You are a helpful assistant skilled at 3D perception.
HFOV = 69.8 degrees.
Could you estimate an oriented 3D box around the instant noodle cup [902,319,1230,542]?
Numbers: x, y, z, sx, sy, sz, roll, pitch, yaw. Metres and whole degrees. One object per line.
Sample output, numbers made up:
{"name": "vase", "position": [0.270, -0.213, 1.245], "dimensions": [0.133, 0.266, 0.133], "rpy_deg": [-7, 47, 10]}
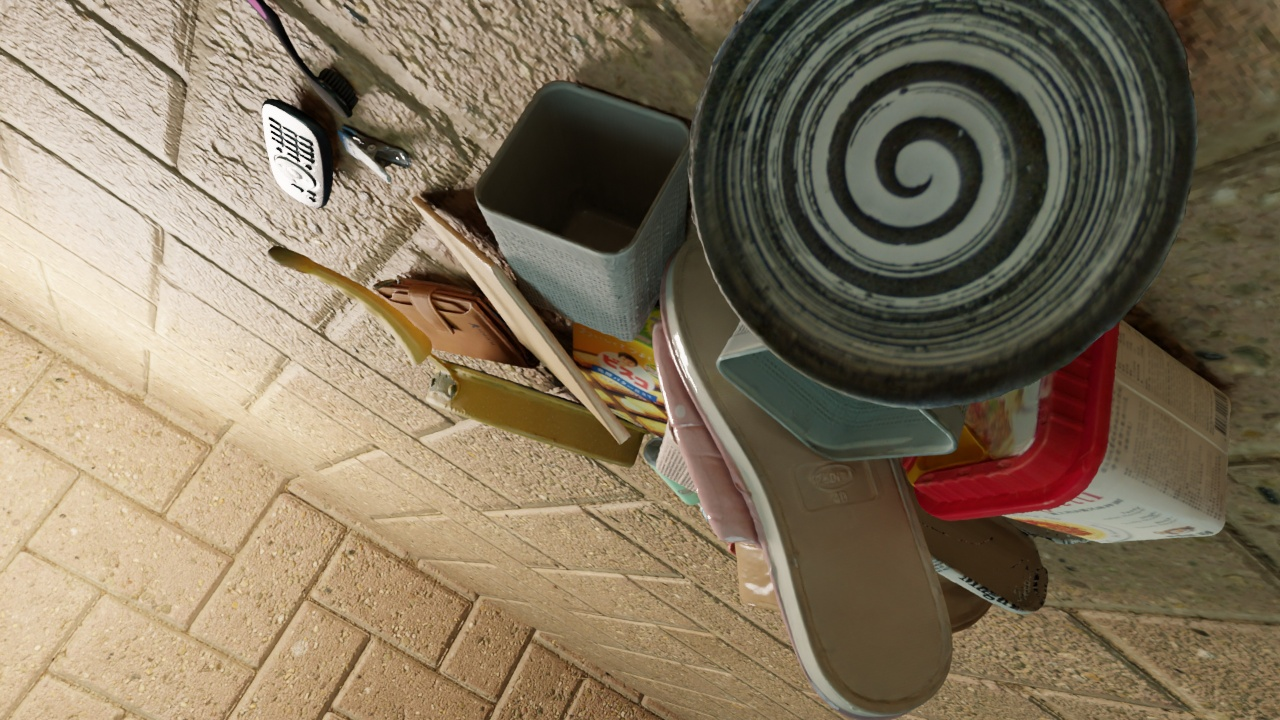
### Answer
{"name": "instant noodle cup", "position": [0.214, 0.034, 0.456], "dimensions": [0.124, 0.116, 0.117], "rpy_deg": [23, 158, -16]}

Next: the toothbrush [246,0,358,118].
{"name": "toothbrush", "position": [-0.235, -0.223, 0.548], "dimensions": [0.014, 0.017, 0.189], "rpy_deg": [4, 143, 42]}

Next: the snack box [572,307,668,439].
{"name": "snack box", "position": [-0.004, 0.004, 0.655], "dimensions": [0.087, 0.033, 0.141], "rpy_deg": [26, 154, 8]}

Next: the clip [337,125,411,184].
{"name": "clip", "position": [-0.190, -0.143, 0.644], "dimensions": [0.057, 0.028, 0.024], "rpy_deg": [32, 157, 18]}

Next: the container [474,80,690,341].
{"name": "container", "position": [-0.026, -0.076, 0.515], "dimensions": [0.090, 0.090, 0.114], "rpy_deg": [23, 159, 14]}

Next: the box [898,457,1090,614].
{"name": "box", "position": [0.219, 0.101, 0.604], "dimensions": [0.162, 0.085, 0.075], "rpy_deg": [30, 161, -10]}

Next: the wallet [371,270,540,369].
{"name": "wallet", "position": [-0.167, -0.039, 0.819], "dimensions": [0.131, 0.035, 0.119], "rpy_deg": [11, 157, 34]}

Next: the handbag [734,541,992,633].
{"name": "handbag", "position": [0.176, 0.155, 0.727], "dimensions": [0.147, 0.100, 0.205], "rpy_deg": [-3, 180, -42]}

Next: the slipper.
{"name": "slipper", "position": [0.082, 0.054, 0.495], "dimensions": [0.055, 0.114, 0.274], "rpy_deg": [124, 128, -63]}

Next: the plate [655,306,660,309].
{"name": "plate", "position": [0.072, 0.033, 0.699], "dimensions": [0.230, 0.027, 0.230], "rpy_deg": [24, 157, 11]}

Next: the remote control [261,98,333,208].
{"name": "remote control", "position": [-0.252, -0.155, 0.682], "dimensions": [0.053, 0.024, 0.137], "rpy_deg": [30, 158, -7]}

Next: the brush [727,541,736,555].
{"name": "brush", "position": [0.159, 0.187, 0.868], "dimensions": [0.146, 0.063, 0.069], "rpy_deg": [30, 170, -6]}

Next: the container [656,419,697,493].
{"name": "container", "position": [0.064, 0.045, 0.590], "dimensions": [0.090, 0.090, 0.111], "rpy_deg": [27, 161, 3]}

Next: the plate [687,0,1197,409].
{"name": "plate", "position": [0.102, -0.072, 0.341], "dimensions": [0.180, 0.179, 0.024], "rpy_deg": [17, -163, 25]}

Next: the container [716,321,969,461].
{"name": "container", "position": [0.111, -0.023, 0.440], "dimensions": [0.090, 0.111, 0.090], "rpy_deg": [39, 154, -21]}

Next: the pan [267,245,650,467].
{"name": "pan", "position": [-0.143, 0.006, 0.756], "dimensions": [0.357, 0.078, 0.198], "rpy_deg": [22, 173, -38]}

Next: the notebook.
{"name": "notebook", "position": [-0.089, -0.036, 0.635], "dimensions": [0.149, 0.012, 0.211], "rpy_deg": [55, 171, -31]}

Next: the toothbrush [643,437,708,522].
{"name": "toothbrush", "position": [0.043, 0.119, 0.880], "dimensions": [0.026, 0.027, 0.224], "rpy_deg": [-21, 153, 7]}
